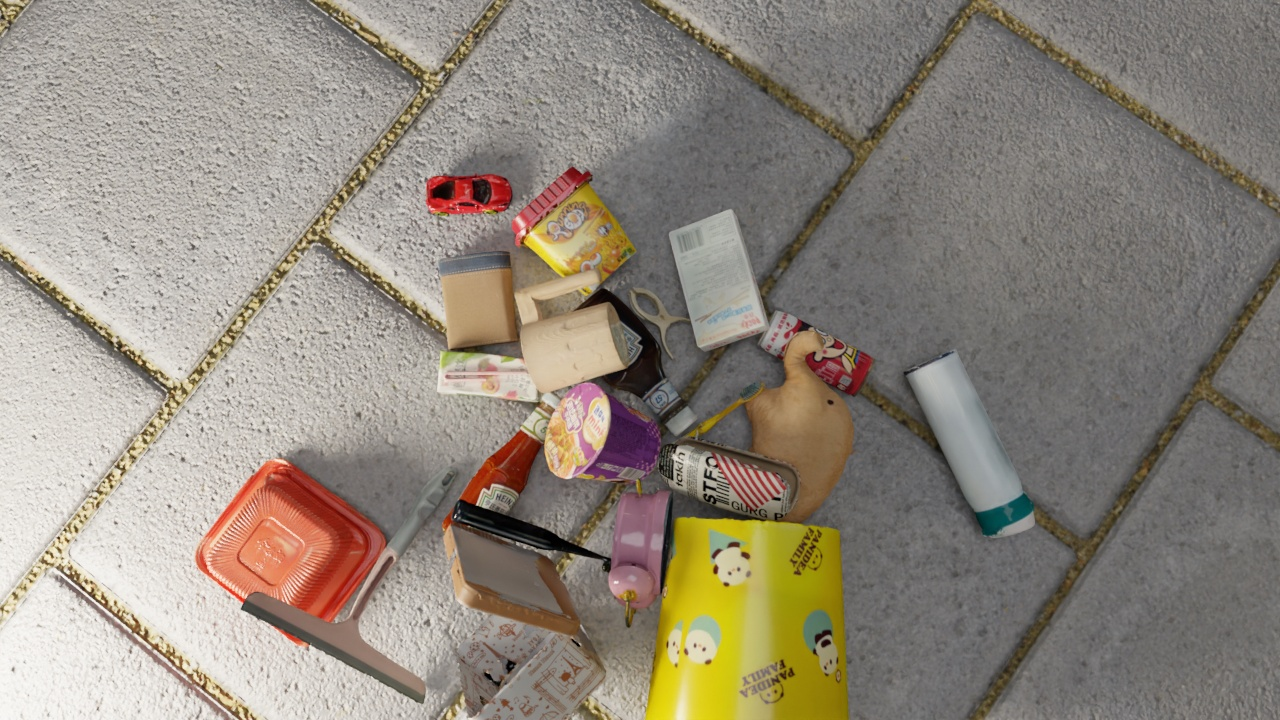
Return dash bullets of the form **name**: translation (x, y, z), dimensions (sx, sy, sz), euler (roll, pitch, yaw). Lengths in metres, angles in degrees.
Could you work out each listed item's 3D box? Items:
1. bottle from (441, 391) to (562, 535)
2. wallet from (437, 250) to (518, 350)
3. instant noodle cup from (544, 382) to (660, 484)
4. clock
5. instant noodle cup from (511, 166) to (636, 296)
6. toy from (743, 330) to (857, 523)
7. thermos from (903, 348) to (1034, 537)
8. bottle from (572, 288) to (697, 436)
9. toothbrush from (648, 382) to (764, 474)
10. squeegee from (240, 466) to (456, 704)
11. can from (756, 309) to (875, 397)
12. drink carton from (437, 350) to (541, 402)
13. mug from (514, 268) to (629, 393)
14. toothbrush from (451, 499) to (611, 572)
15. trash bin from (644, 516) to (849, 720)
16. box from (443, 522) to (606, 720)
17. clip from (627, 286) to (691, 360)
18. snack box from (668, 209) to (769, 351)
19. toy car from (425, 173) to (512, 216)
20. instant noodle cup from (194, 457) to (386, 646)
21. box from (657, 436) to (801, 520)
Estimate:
- **bottle**: translation (-0.154, 0.127, 1.081), dimensions (0.060, 0.060, 0.206), euler (34, 84, 4)
- **wallet**: translation (-0.198, -0.074, 1.123), dimensions (0.090, 0.033, 0.115), euler (-8, 84, 2)
- **instant noodle cup**: translation (-0.038, 0.091, 1.054), dimensions (0.099, 0.112, 0.111), euler (22, 81, -39)
- **clock**: translation (0.000, 0.221, 1.037), dimensions (0.060, 0.117, 0.158), euler (5, 69, 5)
- **instant noodle cup**: translation (-0.076, -0.149, 1.097), dimensions (0.116, 0.116, 0.123), euler (-43, 96, -5)
- **toy**: translation (0.181, 0.082, 1.065), dimensions (0.143, 0.082, 0.226), euler (25, 91, 7)
- **thermos**: translation (0.391, 0.100, 1.079), dimensions (0.073, 0.073, 0.224), euler (-24, 84, -3)
- **bottle**: translation (-0.007, 0.006, 1.105), dimensions (0.080, 0.044, 0.195), euler (-40, 85, 0)
- **toothbrush**: translation (0.067, 0.082, 1.078), dimensions (0.192, 0.018, 0.016), euler (-37, 58, 16)
- **squeegee**: translation (-0.288, 0.230, 1.065), dimensions (0.247, 0.040, 0.249), euler (42, 65, -29)
- **can**: translation (0.209, -0.010, 1.099), dimensions (0.133, 0.053, 0.053), euler (28, 84, 4)
- **drink carton**: translation (-0.180, 0.019, 1.103), dimensions (0.122, 0.045, 0.053), euler (5, 84, 1)
- **mug**: translation (-0.079, -0.035, 1.052), dimensions (0.104, 0.084, 0.124), euler (-16, 88, 10)
- **toothbrush**: translation (-0.115, 0.206, 1.056), dimensions (0.212, 0.026, 0.027), euler (24, 92, -20)
- **trash bin**: translation (0.118, 0.304, 0.983), dimensions (0.229, 0.230, 0.255), euler (5, 77, 1)
- **box**: translation (-0.151, 0.278, 0.974), dimensions (0.192, 0.183, 0.156), euler (45, 84, -17)
- **clip**: translation (0.021, -0.051, 1.119), dimensions (0.097, 0.034, 0.061), euler (43, 84, -3)
- **snack box**: translation (0.093, -0.096, 1.099), dimensions (0.085, 0.027, 0.156), euler (-19, 72, 16)
- **toy car**: translation (-0.213, -0.208, 1.140), dimensions (0.106, 0.031, 0.049), euler (-1, 84, -2)
- **instant noodle cup**: translation (-0.415, 0.219, 1.063), dimensions (0.189, 0.079, 0.164), euler (33, 82, 7)
- **box**: translation (0.102, 0.130, 1.031), dimensions (0.164, 0.080, 0.075), euler (11, 113, 28)
